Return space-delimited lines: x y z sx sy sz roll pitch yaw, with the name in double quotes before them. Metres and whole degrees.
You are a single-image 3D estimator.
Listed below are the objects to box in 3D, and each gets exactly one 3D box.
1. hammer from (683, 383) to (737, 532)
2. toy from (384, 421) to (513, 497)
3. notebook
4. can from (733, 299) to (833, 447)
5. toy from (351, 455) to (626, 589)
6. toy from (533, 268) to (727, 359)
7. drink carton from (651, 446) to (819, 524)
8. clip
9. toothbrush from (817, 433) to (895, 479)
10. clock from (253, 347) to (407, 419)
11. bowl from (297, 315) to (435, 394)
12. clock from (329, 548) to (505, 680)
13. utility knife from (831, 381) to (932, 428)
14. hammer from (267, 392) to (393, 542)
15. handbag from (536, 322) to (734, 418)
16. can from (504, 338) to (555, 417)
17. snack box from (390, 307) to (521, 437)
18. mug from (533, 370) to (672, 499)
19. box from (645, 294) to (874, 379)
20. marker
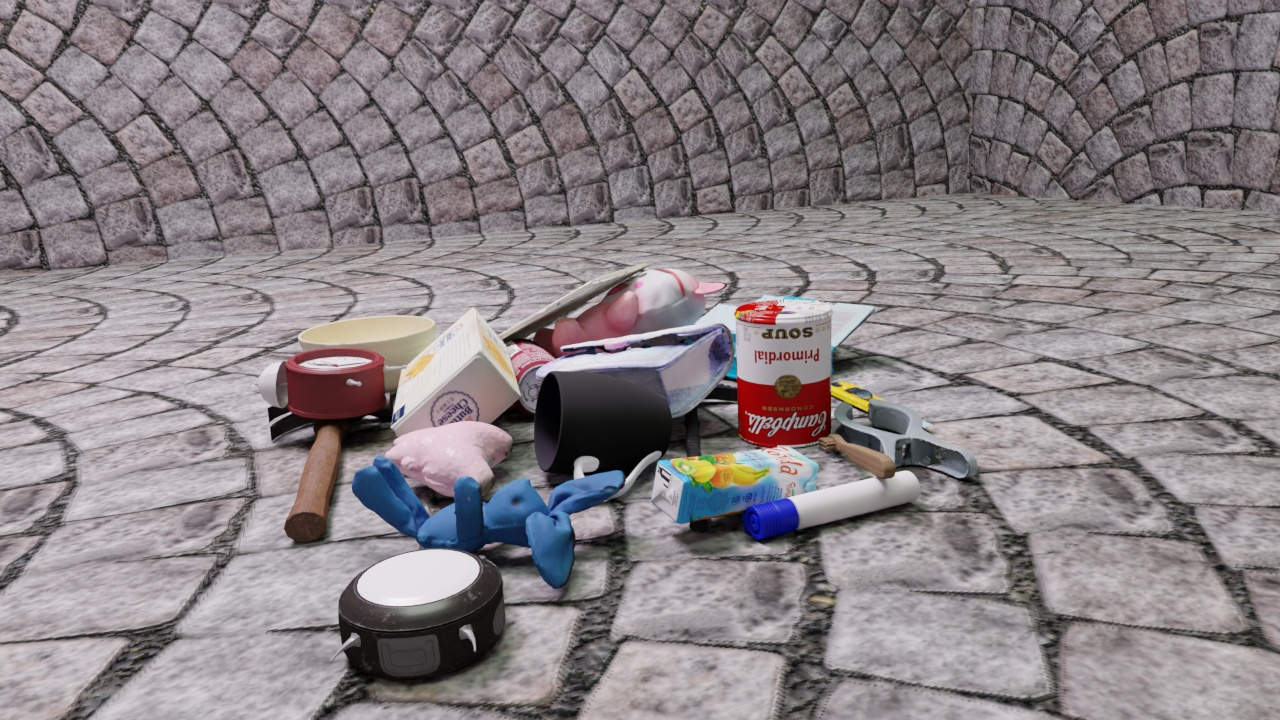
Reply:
"hammer" 0.053 0.071 0.797 0.095 0.015 0.324 9 17 -1
"toy" -0.157 0.078 0.741 0.096 0.053 0.099 5 20 4
"notebook" -0.119 -0.043 1.060 0.253 0.010 0.181 -28 2 24
"can" 0.129 0.010 0.829 0.086 0.116 0.086 -3 14 1
"toy" -0.101 0.103 0.605 0.176 0.071 0.112 5 15 2
"toy" -0.014 -0.047 1.057 0.212 0.084 0.142 -29 5 -20
"drink carton" 0.071 0.088 0.660 0.128 0.039 0.044 -2 19 -33
"clip" 0.195 0.068 0.772 0.107 0.028 0.163 -7 14 -10
"toothbrush" 0.167 0.073 0.719 0.016 0.016 0.167 -7 2 -3
"clock" -0.304 0.019 0.888 0.138 0.048 0.096 8 16 22
"bowl" -0.308 -0.001 1.049 0.151 0.075 0.150 -3 13 0
"clock" -0.123 0.137 0.523 0.091 0.044 0.122 -4 14 -2
"utility knife" 0.229 0.043 0.893 0.030 0.017 0.163 -17 20 -16
"hammer" -0.279 0.082 0.808 0.115 0.033 0.323 -5 15 -13
"handbag" -0.005 0.005 0.873 0.159 0.069 0.126 -6 20 36
"can" -0.115 0.017 0.961 0.063 0.063 0.114 -8 15 -18
"snack box" -0.176 0.020 0.873 0.104 0.057 0.208 -41 18 0
"mug" -0.026 0.065 0.749 0.100 0.085 0.118 5 41 -21
"box" 0.140 -0.026 1.096 0.184 0.056 0.227 -27 26 -35
"marker" 0.137 0.102 0.653 0.133 0.023 0.027 -9 -7 -22
